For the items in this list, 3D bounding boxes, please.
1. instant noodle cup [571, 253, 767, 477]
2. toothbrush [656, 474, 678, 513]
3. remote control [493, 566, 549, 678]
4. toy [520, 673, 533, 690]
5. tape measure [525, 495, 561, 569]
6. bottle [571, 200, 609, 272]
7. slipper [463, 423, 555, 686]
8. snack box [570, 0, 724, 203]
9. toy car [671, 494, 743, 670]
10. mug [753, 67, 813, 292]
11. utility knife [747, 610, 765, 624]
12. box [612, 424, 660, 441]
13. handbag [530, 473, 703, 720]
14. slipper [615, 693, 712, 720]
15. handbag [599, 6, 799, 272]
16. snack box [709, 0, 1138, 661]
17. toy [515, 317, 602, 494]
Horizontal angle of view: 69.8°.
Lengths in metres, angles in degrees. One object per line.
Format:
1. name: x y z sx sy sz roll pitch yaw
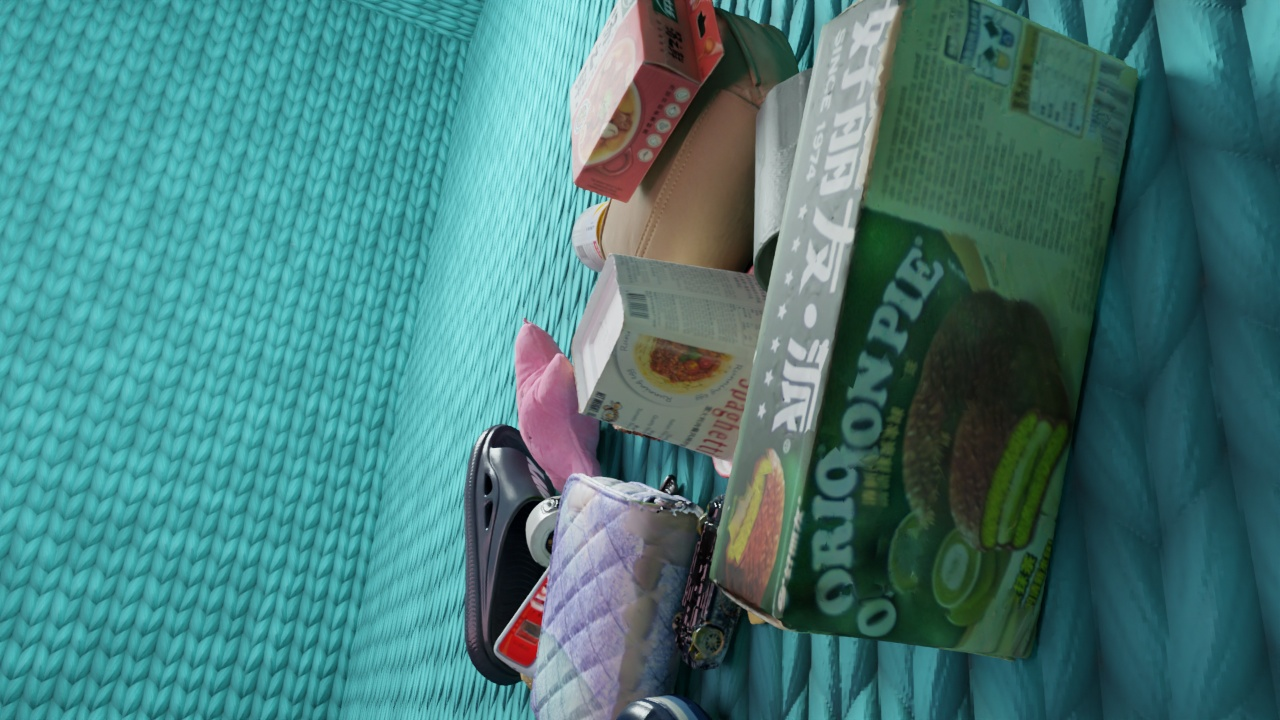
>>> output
1. instant noodle cup: 0.029 -0.004 0.565 0.116 0.124 0.117 -101 31 -51
2. toothbrush: 0.001 0.177 0.693 0.017 0.014 0.189 25 101 58
3. remote control: -0.063 0.189 0.740 0.056 0.020 0.135 10 55 45
4. toy: -0.071 0.256 0.783 0.157 0.066 0.105 -145 37 -73
5. tape measure: -0.069 0.154 0.819 0.033 0.066 0.066 -128 53 -67
6. bottle: -0.009 -0.115 0.829 0.190 0.068 0.068 -168 92 -71
7. slipper: -0.110 0.178 0.901 0.083 0.110 0.267 -25 48 27
8. snack box: -0.002 -0.190 0.610 0.127 0.044 0.113 -52 31 40
9. toy car: 0.047 0.135 0.561 0.049 0.031 0.105 172 112 -74
10. mug: 0.117 -0.097 0.475 0.124 0.083 0.103 -21 52 35
11. utility knife: 0.084 0.081 0.521 0.031 0.018 0.152 -129 57 -70
12. box: -0.004 0.004 0.720 0.168 0.079 0.091 -143 68 -70
13. handbag: -0.017 0.179 0.638 0.134 0.075 0.194 -169 87 -67
14. slipper: 0.016 0.288 0.463 0.105 0.095 0.252 -65 26 22
15. handbag: 0.050 -0.131 0.643 0.205 0.099 0.147 -64 31 32
16. snack box: 0.111 -0.013 0.360 0.063 0.114 0.240 -176 98 -70
17. toy: -0.083 0.045 0.875 0.195 0.074 0.178 151 103 -75
